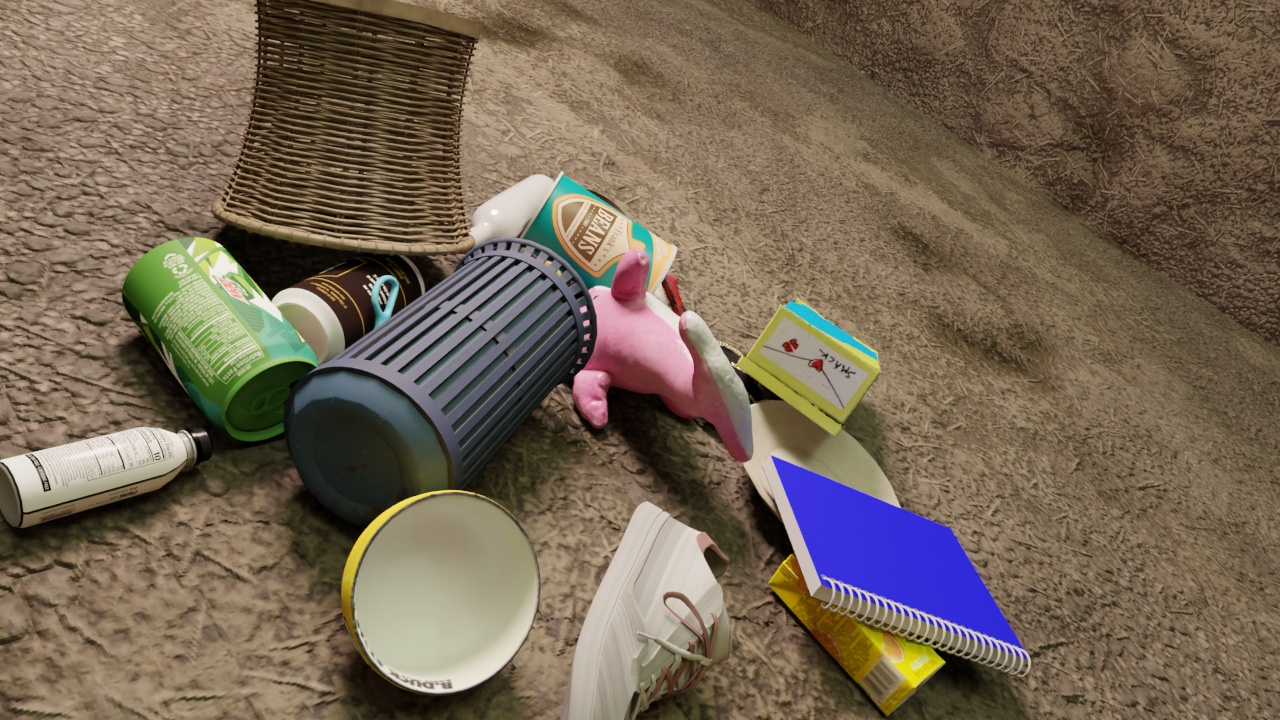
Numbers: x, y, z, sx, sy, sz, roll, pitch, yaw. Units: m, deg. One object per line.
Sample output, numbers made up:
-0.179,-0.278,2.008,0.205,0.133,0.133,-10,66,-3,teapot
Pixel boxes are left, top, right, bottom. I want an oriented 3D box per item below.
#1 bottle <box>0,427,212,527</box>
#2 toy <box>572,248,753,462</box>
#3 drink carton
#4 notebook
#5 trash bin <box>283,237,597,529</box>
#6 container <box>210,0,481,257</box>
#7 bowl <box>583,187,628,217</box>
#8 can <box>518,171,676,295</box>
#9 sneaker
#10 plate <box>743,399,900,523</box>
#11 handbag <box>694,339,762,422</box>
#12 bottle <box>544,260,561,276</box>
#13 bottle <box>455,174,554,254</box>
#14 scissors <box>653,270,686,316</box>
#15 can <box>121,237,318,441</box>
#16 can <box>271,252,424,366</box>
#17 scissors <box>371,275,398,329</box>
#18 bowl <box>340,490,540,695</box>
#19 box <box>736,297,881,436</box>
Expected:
-0.322,0.065,0.560,0.041,0.041,0.115,43,34,23,bottle
-0.005,0.005,0.830,0.127,0.187,0.266,-34,33,-16,toy
0.169,0.209,0.731,0.058,0.043,0.134,-9,47,-49,drink carton
0.211,0.170,0.771,0.209,0.022,0.171,23,25,-19,notebook
-0.142,0.013,0.687,0.139,0.140,0.248,30,32,4,trash bin
-0.249,-0.213,0.811,0.227,0.196,0.226,10,14,-3,container
-0.063,-0.144,1.063,0.119,0.032,0.119,15,54,-22,bowl
-0.049,-0.117,0.968,0.144,0.099,0.099,32,30,-10,can
0.014,0.181,0.596,0.089,0.099,0.235,16,28,7,sneaker
0.164,0.116,0.863,0.188,0.027,0.188,23,36,-19,plate
0.093,0.029,0.941,0.079,0.054,0.128,30,26,-18,handbag
-0.128,-0.066,0.893,0.056,0.056,0.105,43,34,24,bottle
-0.149,-0.157,1.016,0.052,0.053,0.194,30,31,4,bottle
0.028,-0.099,1.106,0.140,0.015,0.188,30,31,6,scissors
-0.299,-0.016,0.658,0.144,0.083,0.082,43,34,23,can
-0.239,-0.043,0.757,0.072,0.072,0.128,32,31,6,can
-0.205,-0.012,0.725,0.015,0.118,0.139,-1,18,15,scissors
-0.127,0.138,0.559,0.117,0.068,0.117,5,82,-33,bowl
0.183,-0.001,0.965,0.124,0.079,0.220,35,11,7,box
